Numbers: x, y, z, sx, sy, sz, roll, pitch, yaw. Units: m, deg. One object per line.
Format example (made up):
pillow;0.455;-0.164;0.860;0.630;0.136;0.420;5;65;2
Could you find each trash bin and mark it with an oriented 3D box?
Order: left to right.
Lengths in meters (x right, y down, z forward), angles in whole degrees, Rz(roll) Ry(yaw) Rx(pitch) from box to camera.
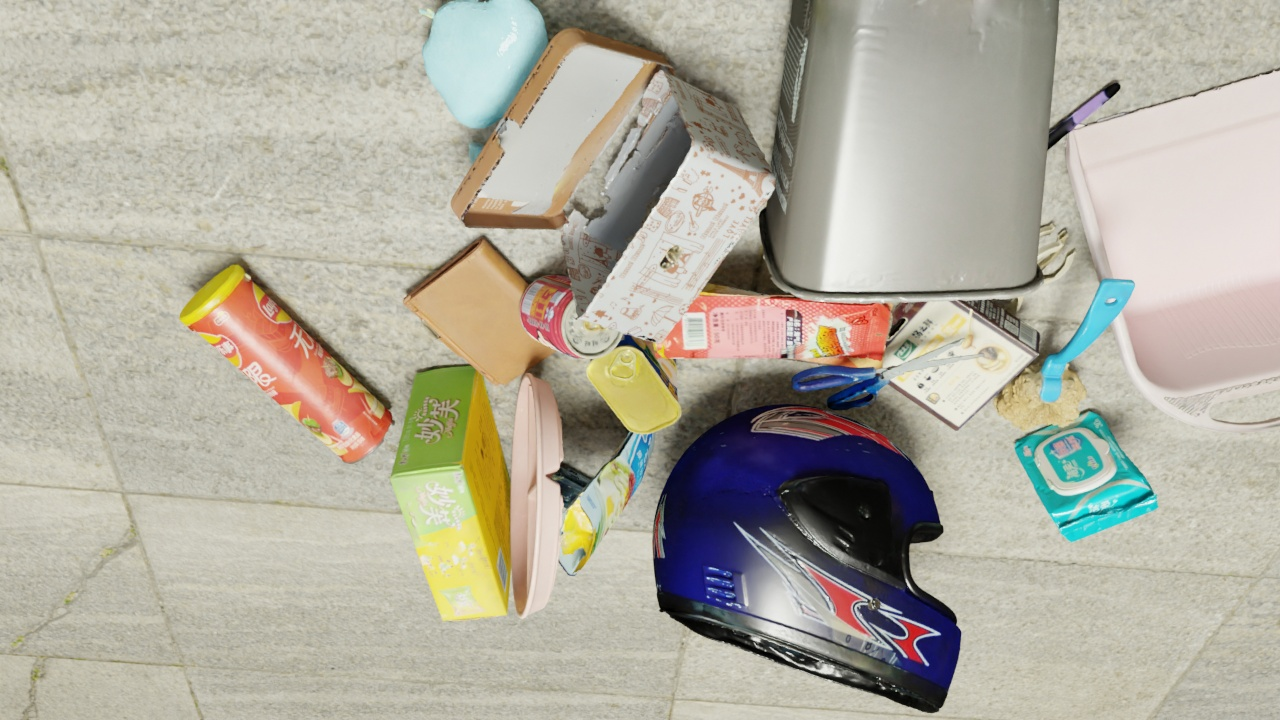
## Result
trash bin;0.189;-0.179;0.665;0.199;0.198;0.220;-2;121;3

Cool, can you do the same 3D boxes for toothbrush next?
toothbrush;0.318;-0.164;0.773;0.014;0.016;0.189;43;118;-11

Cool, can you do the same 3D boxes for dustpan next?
dustpan;0.498;-0.083;0.756;0.223;0.138;0.273;-16;126;14

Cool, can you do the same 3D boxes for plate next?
plate;-0.101;0.127;0.874;0.028;0.229;0.230;2;128;-14

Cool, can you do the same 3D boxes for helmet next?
helmet;0.172;0.174;0.889;0.315;0.240;0.248;23;163;-7

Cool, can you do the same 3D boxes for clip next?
clip;0.346;-0.078;0.831;0.071;0.034;0.100;23;133;-16

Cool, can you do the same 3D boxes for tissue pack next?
tissue pack;0.439;0.115;0.910;0.093;0.133;0.050;-28;118;16

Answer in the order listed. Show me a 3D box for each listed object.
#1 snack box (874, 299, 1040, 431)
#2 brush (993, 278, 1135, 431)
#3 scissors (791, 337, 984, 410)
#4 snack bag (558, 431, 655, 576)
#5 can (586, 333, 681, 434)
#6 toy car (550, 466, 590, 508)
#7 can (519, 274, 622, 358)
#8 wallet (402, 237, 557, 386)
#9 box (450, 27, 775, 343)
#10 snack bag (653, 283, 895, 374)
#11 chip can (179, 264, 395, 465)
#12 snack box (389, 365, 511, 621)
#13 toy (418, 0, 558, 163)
snack box;0.279;-0.011;0.849;0.125;0.053;0.113;35;128;2
brush;0.385;0.000;0.827;0.083;0.045;0.255;4;154;8
scissors;0.221;0.015;0.832;0.166;0.012;0.156;-1;155;7
snack bag;-0.023;0.116;0.893;0.039;0.190;0.110;14;124;18
can;-0.005;0.005;0.867;0.057;0.083;0.102;-25;122;18
toy car;-0.078;0.139;1.001;0.090;0.034;0.043;29;125;-17
can;-0.061;-0.039;0.816;0.066;0.094;0.066;-7;104;-28
wallet;-0.143;-0.040;0.869;0.108;0.031;0.132;-34;119;20
box;-0.032;-0.144;0.709;0.187;0.154;0.183;17;126;-29
snack bag;0.115;-0.030;0.816;0.208;0.073;0.129;5;156;11
chip can;-0.335;0.009;0.885;0.073;0.073;0.216;-26;123;19
snack box;-0.180;0.134;0.922;0.070;0.157;0.210;-7;127;2
toy;-0.111;-0.216;0.724;0.156;0.049;0.162;23;132;-25
